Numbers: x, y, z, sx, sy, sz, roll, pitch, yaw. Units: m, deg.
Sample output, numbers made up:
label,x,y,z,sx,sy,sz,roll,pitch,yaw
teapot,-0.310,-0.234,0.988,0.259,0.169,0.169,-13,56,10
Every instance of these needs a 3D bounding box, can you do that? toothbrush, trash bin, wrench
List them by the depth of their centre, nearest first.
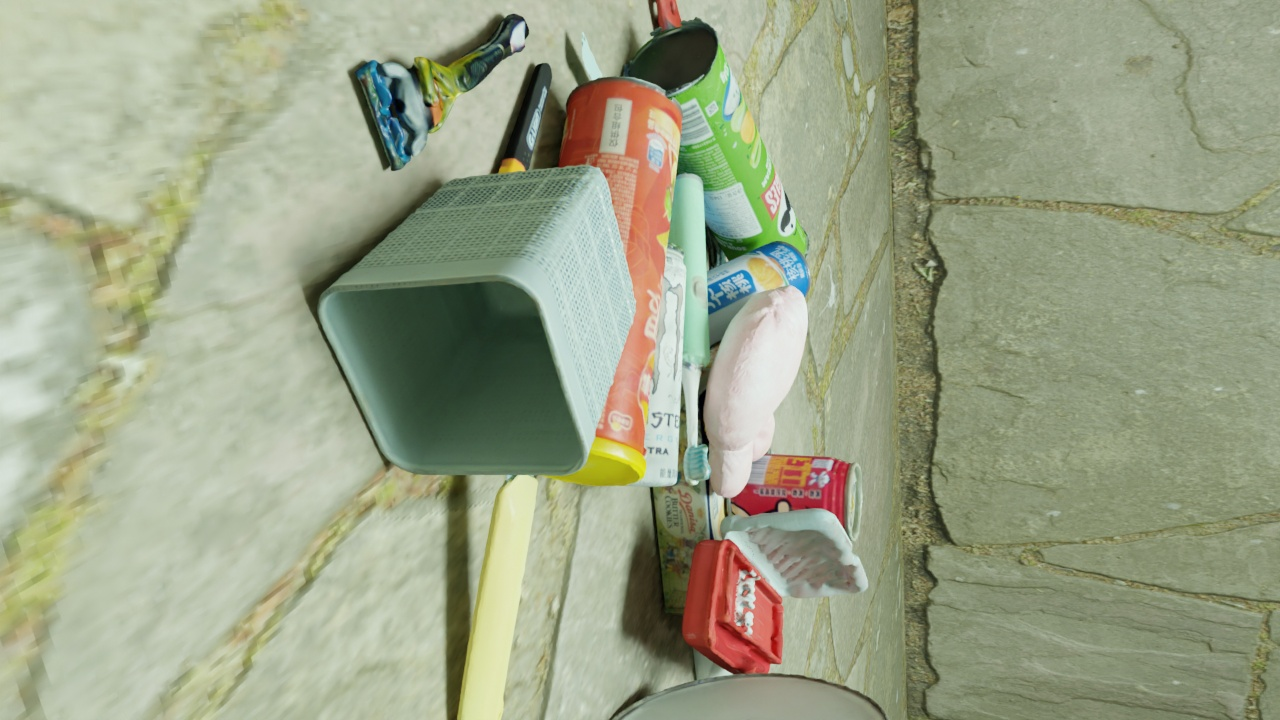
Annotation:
label,x,y,z,sx,sy,sz,roll,pitch,yaw
trash bin,0.076,0.350,0.564,0.229,0.230,0.252,-16,99,-69
toothbrush,0.032,-0.026,0.602,0.026,0.027,0.224,19,59,-34
wrench,0.044,-0.170,0.750,0.056,0.016,0.274,-65,148,-50

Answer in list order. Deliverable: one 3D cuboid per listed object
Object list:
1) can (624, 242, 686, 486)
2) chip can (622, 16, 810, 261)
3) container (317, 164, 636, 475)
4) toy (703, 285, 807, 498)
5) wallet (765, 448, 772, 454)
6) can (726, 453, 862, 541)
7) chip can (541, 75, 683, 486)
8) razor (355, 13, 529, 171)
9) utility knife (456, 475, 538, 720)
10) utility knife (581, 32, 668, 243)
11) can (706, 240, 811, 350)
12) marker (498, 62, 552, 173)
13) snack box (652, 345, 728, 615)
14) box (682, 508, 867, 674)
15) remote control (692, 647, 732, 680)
label,x,y,z,sx,sy,sz,roll,pitch,yaw
can,-0.003,0.003,0.562,0.058,0.058,0.146,22,70,-68
chip can,0.065,-0.146,0.698,0.236,0.072,0.072,49,45,-52
container,-0.057,-0.023,0.382,0.111,0.090,0.090,-69,151,-51
toy,0.077,0.022,0.642,0.121,0.054,0.160,-46,149,-47
wallet,0.134,0.171,0.961,0.106,0.037,0.130,-70,151,-44
can,0.120,0.106,0.710,0.066,0.094,0.066,1,90,-68
chip can,-0.022,-0.045,0.496,0.073,0.073,0.216,46,47,-62
razor,-0.078,-0.132,0.416,0.142,0.022,0.043,-62,148,-52
utility knife,-0.062,0.101,0.424,0.031,0.021,0.201,4,101,-58
utility knife,0.001,-0.132,0.629,0.234,0.018,0.034,58,36,-56
can,0.065,-0.045,0.679,0.134,0.053,0.053,-27,118,-36
marker,-0.061,-0.107,0.471,0.018,0.015,0.123,66,29,-56
snack box,0.060,0.085,0.750,0.177,0.046,0.182,-38,126,-63
box,0.107,0.178,0.677,0.201,0.100,0.110,54,42,-57
remote control,0.068,0.239,0.778,0.048,0.024,0.125,-21,114,-34
